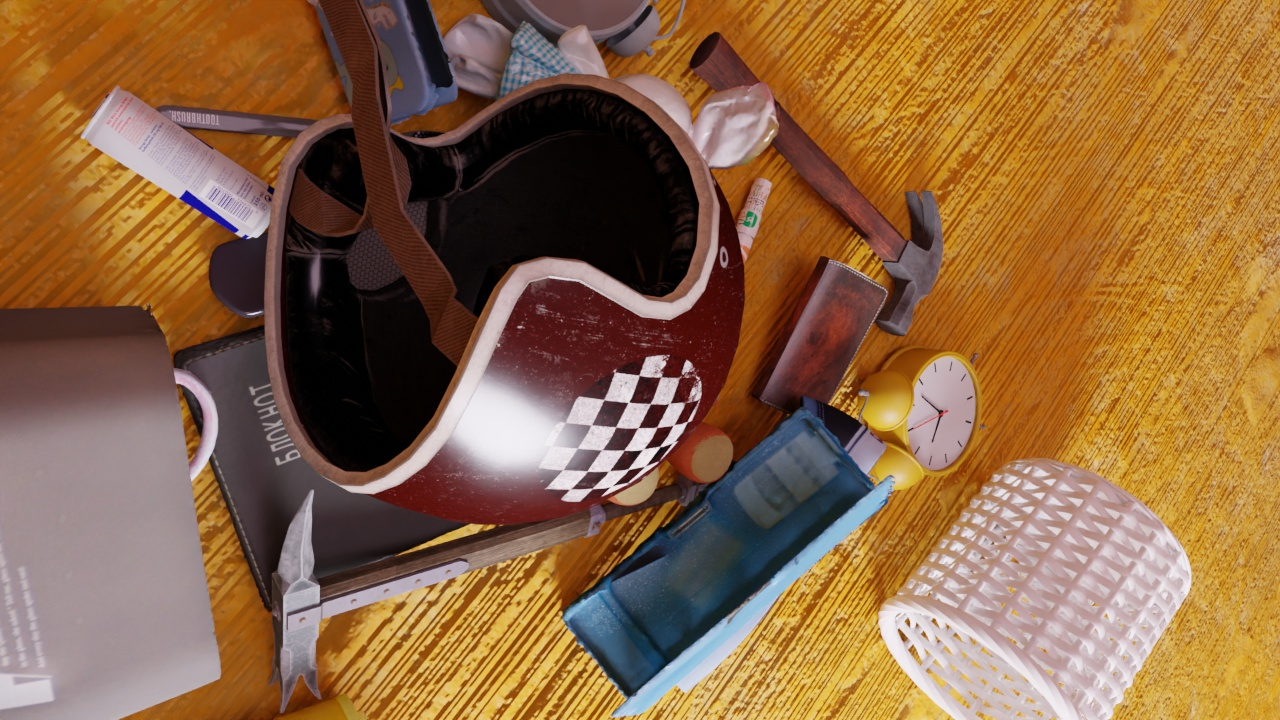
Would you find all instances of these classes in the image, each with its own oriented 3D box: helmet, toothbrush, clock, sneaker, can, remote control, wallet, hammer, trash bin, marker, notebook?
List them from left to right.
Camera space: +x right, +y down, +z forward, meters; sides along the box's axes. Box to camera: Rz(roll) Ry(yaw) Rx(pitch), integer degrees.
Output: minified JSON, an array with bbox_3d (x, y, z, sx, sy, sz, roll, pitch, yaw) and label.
[{"bbox_3d":[-0.302,0.070,0.362,0.219,0.198,0.197,-9,105,-30],"label":"trash bin"},{"bbox_3d":[-0.238,-0.101,0.482,0.095,0.032,0.032,36,77,-31],"label":"can"},{"bbox_3d":[-0.209,0.241,0.526,0.104,0.068,0.068,-12,103,-30],"label":"can"},{"bbox_3d":[-0.184,-0.132,0.525,0.167,0.013,0.013,-2,97,-30],"label":"toothbrush"},{"bbox_3d":[-0.182,-0.060,0.527,0.124,0.009,0.046,-22,84,-28],"label":"remote control"},{"bbox_3d":[-0.151,0.036,0.561,0.208,0.029,0.169,-22,108,-30],"label":"notebook"},{"bbox_3d":[-0.075,-0.043,0.452,0.253,0.233,0.234,3,116,-47],"label":"helmet"},{"bbox_3d":[-0.077,0.112,0.598,0.316,0.028,0.147,-11,126,-36],"label":"hammer"},{"bbox_3d":[-0.036,-0.257,0.581,0.159,0.045,0.122,15,89,-31],"label":"clock"},{"bbox_3d":[0.068,-0.068,0.689,0.017,0.017,0.145,24,84,-32],"label":"marker"},{"bbox_3d":[0.079,0.132,0.706,0.098,0.083,0.241,36,88,13],"label":"sneaker"},{"bbox_3d":[0.141,-0.015,0.723,0.072,0.019,0.123,22,99,-32],"label":"wallet"},{"bbox_3d":[0.145,-0.142,0.715,0.300,0.028,0.111,36,77,-33],"label":"hammer"},{"bbox_3d":[0.240,0.049,0.794,0.151,0.052,0.113,-21,107,-32],"label":"clock"}]

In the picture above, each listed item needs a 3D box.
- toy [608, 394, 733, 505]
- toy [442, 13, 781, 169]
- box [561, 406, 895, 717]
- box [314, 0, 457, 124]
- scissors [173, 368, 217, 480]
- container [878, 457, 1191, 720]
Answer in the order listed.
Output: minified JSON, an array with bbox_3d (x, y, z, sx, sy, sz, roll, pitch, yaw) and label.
[{"bbox_3d":[-0.004,0.004,0.610,0.112,0.096,0.176,-13,77,-29],"label":"toy"},{"bbox_3d":[-0.031,-0.150,0.582,0.205,0.105,0.131,24,104,-8],"label":"toy"},{"bbox_3d":[0.057,0.133,0.607,0.231,0.110,0.094,-39,83,-3],"label":"box"},{"bbox_3d":[-0.162,-0.232,0.493,0.063,0.069,0.210,-24,108,-20],"label":"box"},{"bbox_3d":[-0.261,0.085,0.492,0.108,0.016,0.179,-12,104,-14],"label":"scissors"},{"bbox_3d":[0.340,0.214,0.797,0.186,0.190,0.189,-42,116,-22],"label":"container"}]
